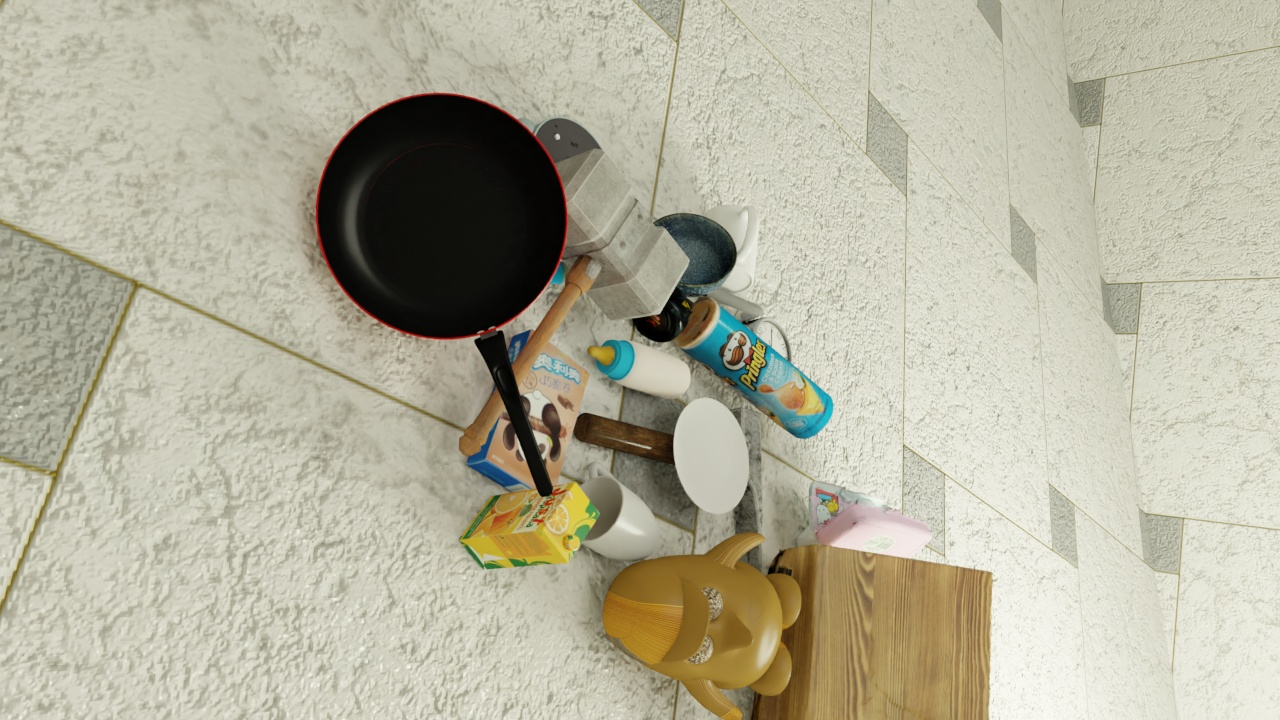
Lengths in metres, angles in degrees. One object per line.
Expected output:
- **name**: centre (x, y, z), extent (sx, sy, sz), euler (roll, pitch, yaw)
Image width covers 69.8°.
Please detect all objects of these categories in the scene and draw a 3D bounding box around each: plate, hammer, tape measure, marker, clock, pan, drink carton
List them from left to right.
- **pan**: centre (-0.144, -0.053, 0.795), extent (0.208, 0.067, 0.356), euler (-20, 94, -9)
- **drink carton**: centre (-0.098, 0.149, 0.819), extent (0.041, 0.123, 0.058), euler (56, 44, -21)
- **hammer**: centre (-0.086, -0.037, 0.882), extent (0.163, 0.083, 0.316), euler (49, 56, -29)
- **clock**: centre (-0.094, -0.202, 0.991), extent (0.159, 0.045, 0.122), euler (11, 70, -45)
- **tape measure**: centre (0.023, -0.058, 1.060), extent (0.071, 0.073, 0.042), euler (35, 43, -1)
- **hammer**: centre (0.040, 0.140, 1.046), extent (0.300, 0.037, 0.217), euler (19, 65, -43)
- **plate**: centre (0.080, 0.110, 1.061), extent (0.134, 0.011, 0.134), euler (16, 67, -43)
- **marker**: centre (0.104, -0.085, 1.178), extent (0.138, 0.016, 0.022), euler (18, 95, -28)
- **clock**: centre (0.160, -0.020, 1.230), extent (0.122, 0.035, 0.094), euler (55, 44, -23)

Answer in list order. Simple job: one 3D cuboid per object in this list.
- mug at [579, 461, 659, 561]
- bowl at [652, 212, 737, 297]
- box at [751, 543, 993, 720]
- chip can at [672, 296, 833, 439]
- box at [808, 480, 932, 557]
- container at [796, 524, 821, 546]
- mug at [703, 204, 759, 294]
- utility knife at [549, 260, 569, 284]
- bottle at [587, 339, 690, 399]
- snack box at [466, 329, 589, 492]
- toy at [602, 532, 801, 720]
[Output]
- **mug**: centre (-0.026, 0.156, 0.953), extent (0.089, 0.071, 0.107), euler (42, 22, -43)
- **bowl**: centre (0.055, -0.117, 1.111), extent (0.114, 0.061, 0.114), euler (4, 56, -6)
- **box**: centre (0.249, 0.376, 1.096), extent (0.257, 0.216, 0.278), euler (12, 75, -13)
- **chip can**: centre (0.142, 0.013, 1.147), extent (0.229, 0.080, 0.079), euler (37, 53, -27)
- **box**: centre (0.295, 0.209, 1.223), extent (0.201, 0.088, 0.095), euler (20, 31, -43)
- **container**: centre (0.262, 0.272, 1.245), extent (0.080, 0.050, 0.129), euler (-31, 102, -48)
- **mug**: centre (0.119, -0.149, 1.168), extent (0.073, 0.111, 0.090), euler (16, 64, -15)
- **utility knife**: centre (-0.137, -0.102, 0.935), extent (0.173, 0.015, 0.031), euler (10, 68, -45)
- **bottle**: centre (-0.006, 0.006, 1.022), extent (0.146, 0.051, 0.051), euler (20, 64, -44)
- **snack box**: centre (-0.108, 0.055, 0.906), extent (0.087, 0.034, 0.151), euler (39, 51, -34)
- **toy**: centre (0.059, 0.266, 0.946), extent (0.203, 0.163, 0.198), euler (19, 75, -32)
